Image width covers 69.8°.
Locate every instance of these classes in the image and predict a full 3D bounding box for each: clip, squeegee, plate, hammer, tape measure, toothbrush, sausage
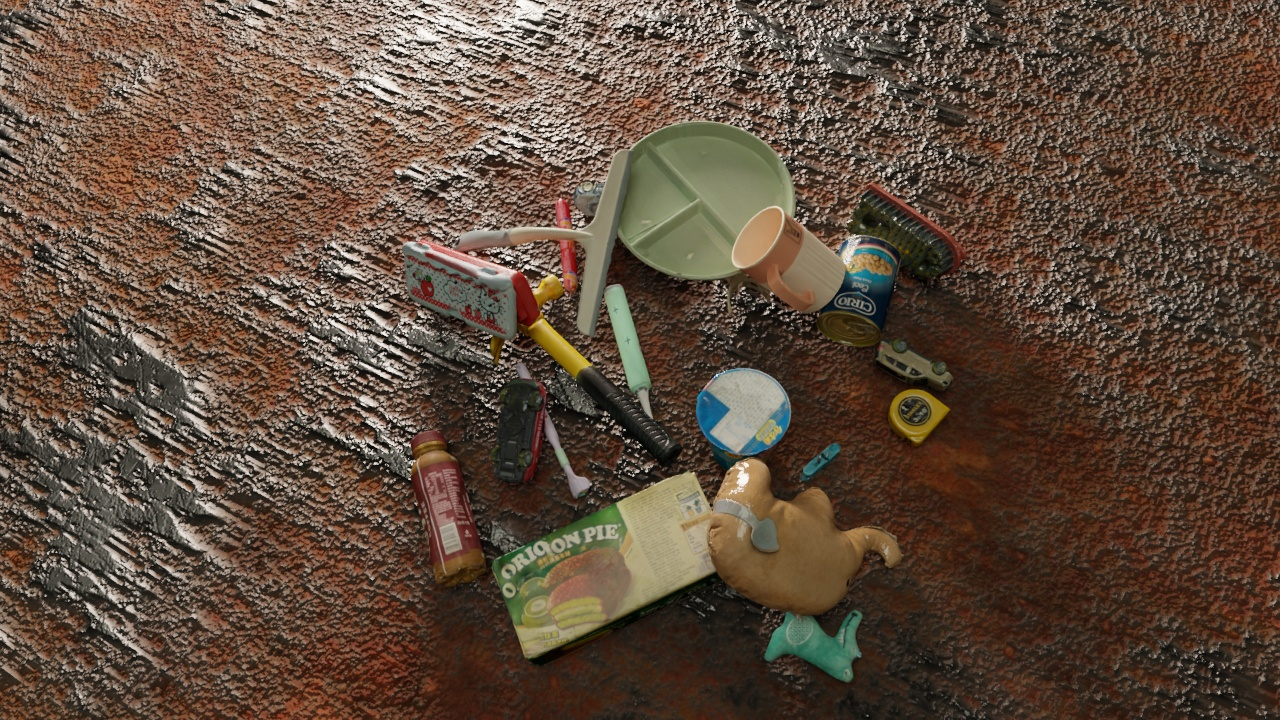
[{"bbox_3d":[0.120,-0.107,1.129,0.064,0.034,0.098,-23,67,-4],"label":"clip"},{"bbox_3d":[-0.144,-0.152,1.141,0.247,0.039,0.246,2,71,29],"label":"squeegee"},{"bbox_3d":[0.075,-0.196,1.134,0.230,0.027,0.229,0,67,1],"label":"plate"},{"bbox_3d":[0.201,0.113,1.022,0.056,0.041,0.014,-39,69,-14],"label":"clip"},{"bbox_3d":[-0.064,0.018,1.076,0.128,0.033,0.301,-39,61,-17],"label":"hammer"},{"bbox_3d":[0.307,0.062,1.027,0.057,0.029,0.060,41,76,21],"label":"tape measure"},{"bbox_3d":[-0.107,0.077,1.081,0.029,0.021,0.189,-42,61,23],"label":"toothbrush"},{"bbox_3d":[-0.095,-0.148,1.184,0.020,0.020,0.155,-10,65,3],"label":"sausage"},{"bbox_3d":[-0.007,0.006,1.096,0.027,0.026,0.224,-15,64,-3],"label":"toothbrush"}]

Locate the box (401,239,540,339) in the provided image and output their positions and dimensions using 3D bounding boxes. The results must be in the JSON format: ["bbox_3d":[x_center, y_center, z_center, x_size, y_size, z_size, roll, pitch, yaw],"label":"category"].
[{"bbox_3d":[-0.217,-0.088,1.104,0.201,0.091,0.068,21,55,36],"label":"box"}]

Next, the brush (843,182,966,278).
[{"bbox_3d":[0.325,-0.154,1.112,0.146,0.063,0.069,39,46,21],"label":"brush"}]

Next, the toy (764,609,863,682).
[{"bbox_3d":[0.186,0.288,0.940,0.092,0.030,0.096,30,65,14],"label":"toy"}]

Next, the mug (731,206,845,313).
[{"bbox_3d":[0.170,-0.103,1.039,0.082,0.106,0.114,-41,30,32],"label":"mug"}]

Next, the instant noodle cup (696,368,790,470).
[{"bbox_3d":[0.112,0.074,1.003,0.099,0.110,0.099,-3,65,5],"label":"instant noodle cup"}]

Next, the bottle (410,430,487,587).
[{"bbox_3d":[-0.221,0.163,1.035,0.057,0.057,0.174,-20,64,-2],"label":"bottle"}]

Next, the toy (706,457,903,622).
[{"bbox_3d":[0.166,0.193,0.936,0.226,0.083,0.143,25,70,-22],"label":"toy"}]

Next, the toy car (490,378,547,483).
[{"bbox_3d":[-0.137,0.080,1.054,0.053,0.045,0.120,6,86,29],"label":"toy car"}]

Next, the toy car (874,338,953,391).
[{"bbox_3d":[0.311,0.008,1.045,0.090,0.042,0.035,29,81,20],"label":"toy car"}]

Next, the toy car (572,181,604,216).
[{"bbox_3d":[-0.036,-0.207,1.187,0.105,0.049,0.031,-3,59,7],"label":"toy car"}]

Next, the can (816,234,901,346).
[{"bbox_3d":[0.257,-0.082,1.075,0.075,0.075,0.111,15,67,14],"label":"can"}]

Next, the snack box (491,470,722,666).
[{"bbox_3d":[-0.027,0.221,0.979,0.240,0.063,0.114,-25,64,-4],"label":"snack box"}]
